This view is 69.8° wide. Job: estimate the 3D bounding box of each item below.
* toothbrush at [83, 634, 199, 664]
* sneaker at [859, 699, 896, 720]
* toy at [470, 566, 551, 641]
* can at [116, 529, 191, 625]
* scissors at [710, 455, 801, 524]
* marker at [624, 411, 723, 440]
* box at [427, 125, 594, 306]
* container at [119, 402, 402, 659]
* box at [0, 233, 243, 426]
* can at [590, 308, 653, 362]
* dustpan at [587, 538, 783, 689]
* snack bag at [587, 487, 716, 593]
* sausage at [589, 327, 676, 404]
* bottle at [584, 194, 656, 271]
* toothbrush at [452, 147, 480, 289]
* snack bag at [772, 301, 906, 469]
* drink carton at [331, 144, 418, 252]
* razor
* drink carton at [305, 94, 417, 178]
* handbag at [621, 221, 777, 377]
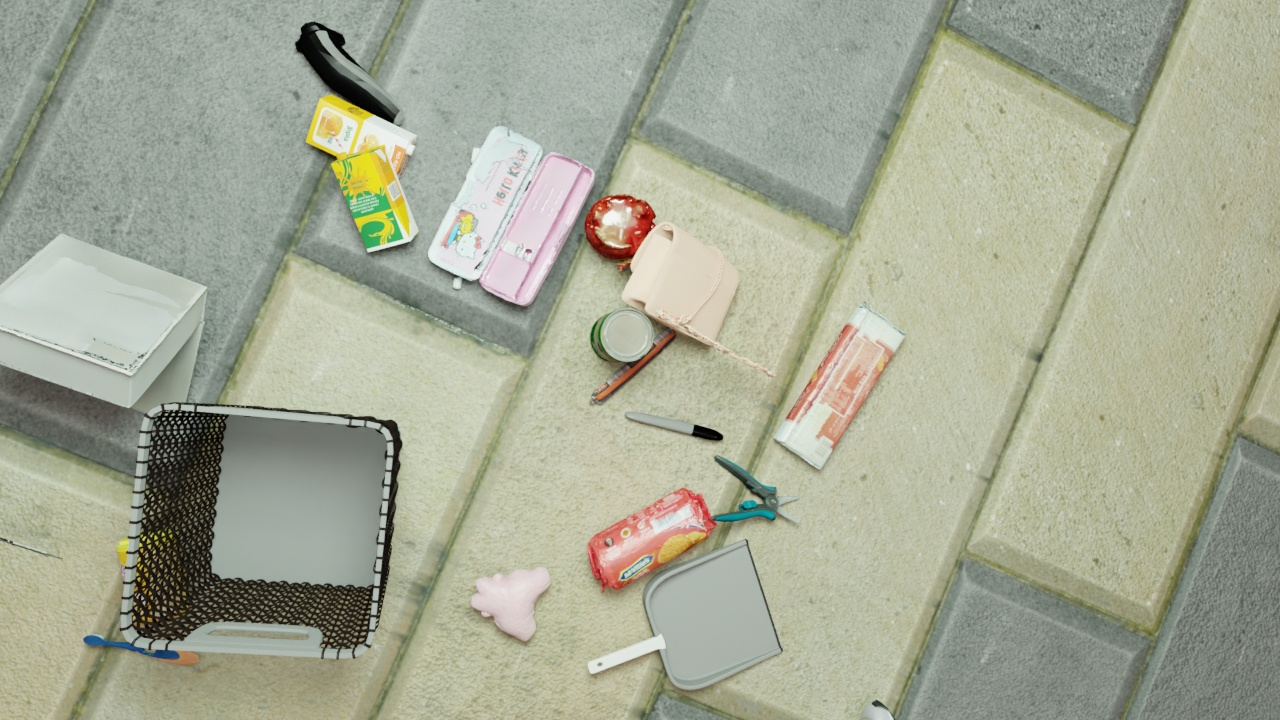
[{"bbox_3d":[-0.613,0.355,1.130,0.135,0.017,0.021,15,92,-11],"label":"toothbrush"},{"bbox_3d":[0.290,0.585,1.233,0.124,0.089,0.240,-8,95,-12],"label":"sneaker"},{"bbox_3d":[-0.170,0.306,1.177,0.095,0.053,0.099,16,92,-16],"label":"toy"},{"bbox_3d":[-0.586,0.261,1.106,0.067,0.068,0.105,-10,92,-9],"label":"can"},{"bbox_3d":[0.148,0.177,1.237,0.148,0.019,0.118,-7,66,-29],"label":"scissors"},{"bbox_3d":[0.046,0.088,1.227,0.138,0.022,0.016,14,102,-10],"label":"marker"},{"bbox_3d":[-0.163,-0.184,1.173,0.154,0.041,0.201,26,84,9],"label":"box"},{"bbox_3d":[-0.403,0.174,1.044,0.247,0.244,0.245,6,89,-9],"label":"container"},{"bbox_3d":[-0.616,-0.020,1.120,0.167,0.447,0.164,22,77,-9],"label":"box"},{"bbox_3d":[-0.025,-0.031,1.165,0.067,0.121,0.067,0,90,-9],"label":"can"},{"bbox_3d":[0.051,0.360,1.223,0.257,0.033,0.163,-18,93,-8],"label":"dustpan"},{"bbox_3d":[0.011,0.229,1.197,0.176,0.082,0.082,-27,94,-8],"label":"snack bag"},{"bbox_3d":[-0.007,0.007,1.220,0.155,0.020,0.020,-42,96,-6],"label":"sausage"},{"bbox_3d":[-0.022,-0.162,1.170,0.099,0.111,0.099,0,89,-9],"label":"bottle"},{"bbox_3d":[-0.224,-0.184,1.189,0.017,0.012,0.186,10,89,4],"label":"toothbrush"},{"bbox_3d":[0.272,0.035,1.254,0.077,0.041,0.225,34,84,-8],"label":"snack bag"},{"bbox_3d":[-0.327,-0.202,1.130,0.058,0.041,0.122,-13,114,9],"label":"drink carton"},{"bbox_3d":[-0.360,-0.352,1.149,0.156,0.057,0.060,49,51,-5],"label":"razor"},{"bbox_3d":[-0.344,-0.275,1.144,0.122,0.040,0.059,25,112,-8],"label":"drink carton"},{"bbox_3d":[0.101,-0.075,1.140,0.198,0.187,0.116,26,92,-49],"label":"handbag"}]
